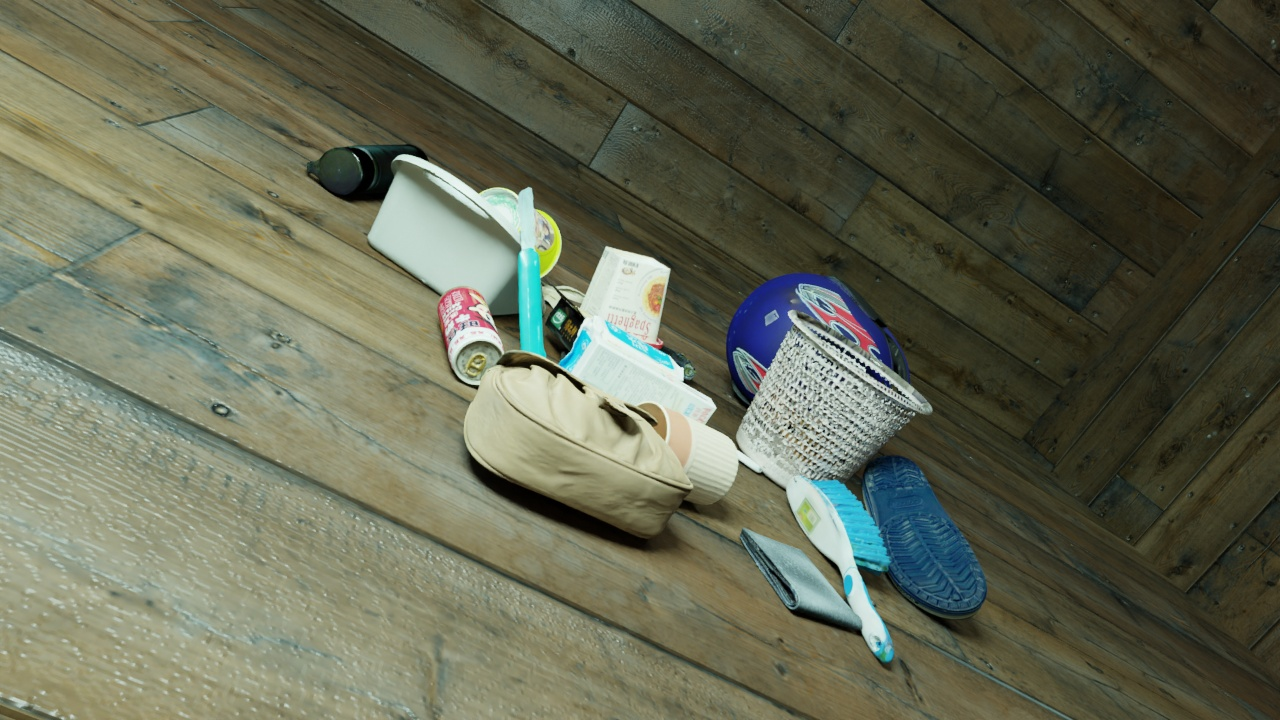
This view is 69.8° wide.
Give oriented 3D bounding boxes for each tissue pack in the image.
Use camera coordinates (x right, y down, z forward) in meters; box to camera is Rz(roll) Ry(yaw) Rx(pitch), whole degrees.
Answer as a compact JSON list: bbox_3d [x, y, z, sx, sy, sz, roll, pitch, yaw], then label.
[{"bbox_3d":[-0.026,0.018,1.034,0.140,0.090,0.063,29,15,-21],"label":"tissue pack"}]

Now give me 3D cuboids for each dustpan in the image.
[{"bbox_3d":[-0.207,-0.158,1.118,0.222,0.143,0.257,35,15,4],"label":"dustpan"}]

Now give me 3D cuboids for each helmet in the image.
[{"bbox_3d":[0.282,0.009,1.440,0.315,0.248,0.240,42,13,4],"label":"helmet"}]

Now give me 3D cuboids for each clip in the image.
[{"bbox_3d":[-0.126,-0.094,1.307,0.100,0.035,0.074,25,17,-14],"label":"clip"}]

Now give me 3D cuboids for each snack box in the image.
[{"bbox_3d":[-0.004,0.046,0.998,0.156,0.085,0.027,29,13,-19],"label":"snack box"},{"bbox_3d":[-0.058,-0.030,1.125,0.125,0.053,0.113,29,6,-29],"label":"snack box"}]

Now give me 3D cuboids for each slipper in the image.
[{"bbox_3d":[0.346,0.230,1.168,0.252,0.105,0.095,-105,180,-50],"label":"slipper"}]

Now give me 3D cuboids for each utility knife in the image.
[{"bbox_3d":[-0.121,-0.082,1.007,0.029,0.219,0.013,-1,-3,-24],"label":"utility knife"}]

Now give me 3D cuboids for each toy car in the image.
[{"bbox_3d":[0.036,-0.003,1.361,0.105,0.031,0.049,29,14,-25],"label":"toy car"}]

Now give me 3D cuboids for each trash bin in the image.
[{"bbox_3d":[0.240,0.072,1.229,0.227,0.192,0.227,32,14,-9],"label":"trash bin"}]

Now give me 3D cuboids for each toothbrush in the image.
[{"bbox_3d":[0.086,0.089,1.197,0.180,0.016,0.016,37,17,10],"label":"toothbrush"}]

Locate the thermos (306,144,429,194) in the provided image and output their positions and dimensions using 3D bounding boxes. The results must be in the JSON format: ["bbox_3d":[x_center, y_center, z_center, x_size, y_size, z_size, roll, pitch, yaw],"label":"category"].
[{"bbox_3d":[-0.376,-0.269,1.273,0.090,0.068,0.242,12,13,5],"label":"thermos"}]

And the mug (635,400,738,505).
[{"bbox_3d":[0.026,0.095,0.940,0.105,0.081,0.115,25,-13,-36],"label":"mug"}]

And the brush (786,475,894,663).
[{"bbox_3d":[0.236,0.225,1.021,0.109,0.061,0.314,20,21,-26],"label":"brush"}]

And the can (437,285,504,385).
[{"bbox_3d":[-0.173,-0.027,0.930,0.053,0.053,0.132,26,16,-28],"label":"can"}]

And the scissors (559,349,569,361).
[{"bbox_3d":[-0.001,0.046,1.137,0.234,0.022,0.139,25,16,-31],"label":"scissors"}]

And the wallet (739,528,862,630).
[{"bbox_3d":[0.160,0.220,0.928,0.097,0.019,0.121,27,14,-33],"label":"wallet"}]

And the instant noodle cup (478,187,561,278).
[{"bbox_3d":[-0.176,-0.173,1.225,0.112,0.111,0.123,38,-3,16],"label":"instant noodle cup"}]

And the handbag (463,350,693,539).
[{"bbox_3d":[-0.051,0.067,0.794,0.204,0.100,0.147,29,11,-32],"label":"handbag"}]

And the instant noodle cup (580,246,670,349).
[{"bbox_3d":[-0.021,-0.082,1.253,0.116,0.124,0.116,11,15,-24],"label":"instant noodle cup"}]
